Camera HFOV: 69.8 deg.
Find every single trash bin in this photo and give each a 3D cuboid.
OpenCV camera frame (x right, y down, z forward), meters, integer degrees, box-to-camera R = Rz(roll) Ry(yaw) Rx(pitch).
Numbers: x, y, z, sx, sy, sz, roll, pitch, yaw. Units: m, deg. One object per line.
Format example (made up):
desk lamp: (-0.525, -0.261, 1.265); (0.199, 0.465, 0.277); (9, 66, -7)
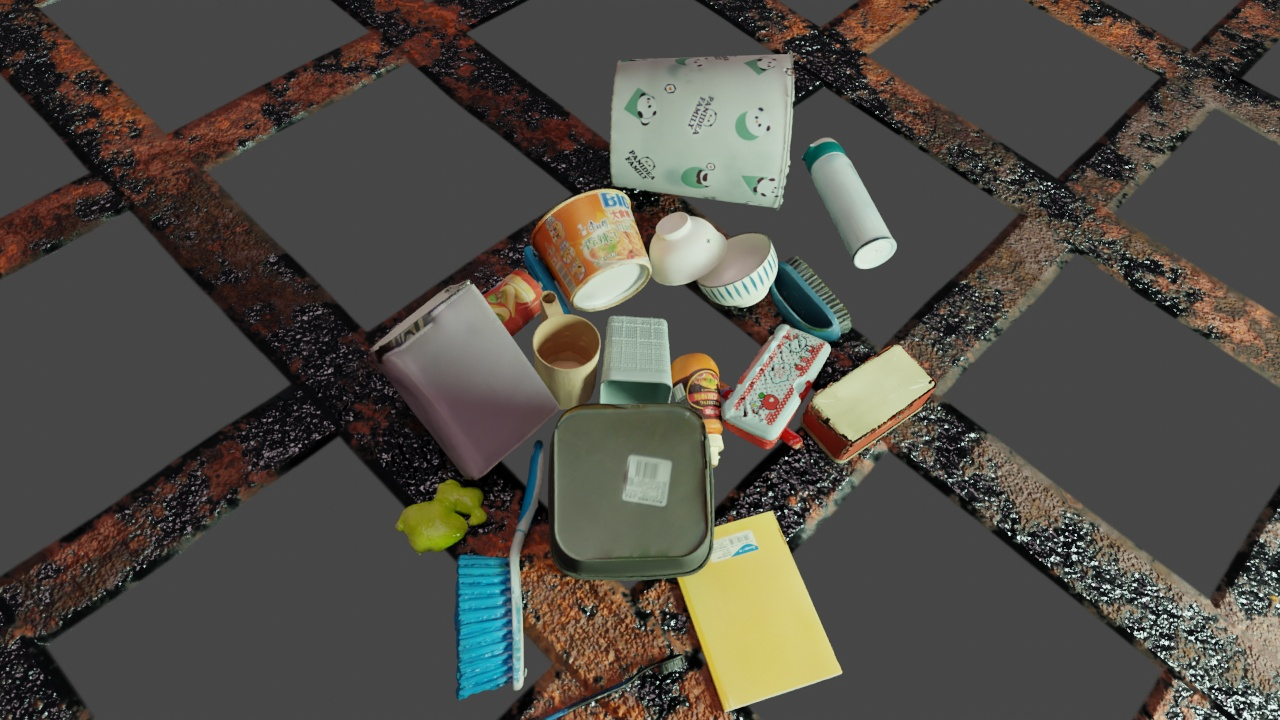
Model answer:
trash bin: (0.088, -0.343, 1.354); (0.252, 0.230, 0.229); (4, 57, 3)
trash bin: (-0.008, 0.138, 0.993); (0.198, 0.220, 0.199); (-1, 78, -2)

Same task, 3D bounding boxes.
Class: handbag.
handbag: (-0.212, 0.025, 1.102); (0.144, 0.099, 0.197); (-44, 110, -31)

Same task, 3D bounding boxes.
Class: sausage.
sausage: (0.151, 0.070, 1.204); (0.156, 0.020, 0.020); (36, 61, 17)

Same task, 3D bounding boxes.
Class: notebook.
notebook: (0.128, 0.285, 1.068); (0.145, 0.010, 0.206); (-14, 59, -13)

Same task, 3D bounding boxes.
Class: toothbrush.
toothbrush: (-0.036, 0.364, 1.001); (0.189, 0.014, 0.016); (-20, 85, -16)

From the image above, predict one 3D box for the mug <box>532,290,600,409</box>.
mug: (-0.103, -0.011, 1.183); (0.084, 0.104, 0.124); (-17, 60, -16)

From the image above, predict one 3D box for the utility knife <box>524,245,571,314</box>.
utility knife: (-0.118, -0.082, 1.271); (0.018, 0.034, 0.185); (-18, 62, -26)

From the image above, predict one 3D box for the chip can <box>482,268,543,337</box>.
chip can: (-0.218, -0.034, 1.207); (0.073, 0.073, 0.216); (36, 60, 17)

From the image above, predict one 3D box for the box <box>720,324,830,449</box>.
box: (0.178, 0.027, 1.201); (0.087, 0.048, 0.200); (29, 51, 13)

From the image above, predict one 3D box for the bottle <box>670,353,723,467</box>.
bottle: (0.077, 0.067, 1.178); (0.066, 0.067, 0.149); (-6, 65, -9)

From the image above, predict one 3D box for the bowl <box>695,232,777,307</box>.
bowl: (0.141, -0.118, 1.285); (0.117, 0.066, 0.116); (-23, 34, 16)

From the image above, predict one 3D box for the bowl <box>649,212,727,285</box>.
bowl: (0.056, -0.168, 1.292); (0.118, 0.065, 0.118); (-19, 39, 16)

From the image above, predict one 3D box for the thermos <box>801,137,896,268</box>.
thermos: (0.315, -0.246, 1.397); (0.073, 0.073, 0.224); (-11, 58, -12)

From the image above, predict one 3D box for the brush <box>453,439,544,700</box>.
brush: (-0.159, 0.228, 1.058); (0.109, 0.061, 0.313); (0, 55, -12)

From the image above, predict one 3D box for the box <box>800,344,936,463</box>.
box: (0.298, 0.049, 1.197); (0.168, 0.077, 0.091); (-30, 65, -23)

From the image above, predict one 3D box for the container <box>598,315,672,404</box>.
container: (-0.007, 0.007, 1.190); (0.090, 0.090, 0.111); (4, 54, -4)

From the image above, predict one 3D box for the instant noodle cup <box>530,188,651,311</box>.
instant noodle cup: (-0.061, -0.144, 1.254); (0.151, 0.152, 0.111); (-19, 69, -17)

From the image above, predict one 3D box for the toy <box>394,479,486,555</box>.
toy: (-0.233, 0.186, 1.086); (0.097, 0.031, 0.099); (17, 57, 4)

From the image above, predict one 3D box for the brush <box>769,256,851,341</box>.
brush: (0.228, -0.081, 1.288); (0.073, 0.055, 0.144); (-27, 64, -21)
